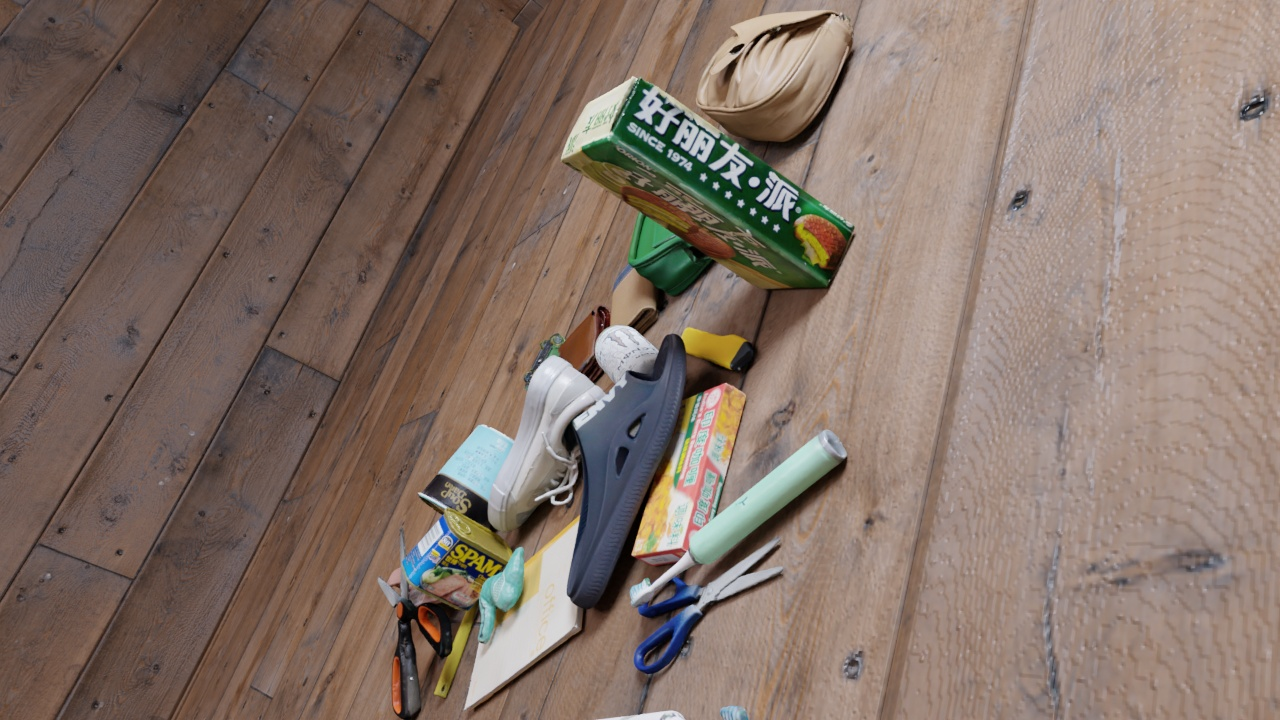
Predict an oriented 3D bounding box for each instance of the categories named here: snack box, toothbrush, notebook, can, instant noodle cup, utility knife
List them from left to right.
[{"bbox_3d":[-0.209,0.231,1.052,0.083,0.102,0.057,-48,36,3],"label":"can"},{"bbox_3d":[-0.203,0.301,1.084,0.017,0.015,0.189,-32,35,56],"label":"toothbrush"},{"bbox_3d":[-0.204,0.151,1.171,0.120,0.111,0.111,-57,21,-18],"label":"instant noodle cup"},{"bbox_3d":[-0.116,0.261,0.958,0.207,0.010,0.145,-44,26,34],"label":"notebook"},{"bbox_3d":[-0.006,0.006,0.978,0.058,0.058,0.146,-57,23,6],"label":"can"},{"bbox_3d":[0.007,0.271,0.669,0.222,0.026,0.026,-32,77,48],"label":"toothbrush"},{"bbox_3d":[0.043,0.100,0.802,0.077,0.027,0.155,-26,40,54],"label":"snack box"},{"bbox_3d":[0.058,-0.145,0.793,0.063,0.240,0.115,-64,24,-8],"label":"snack box"},{"bbox_3d":[0.073,-0.013,0.895,0.033,0.015,0.154,-55,21,-4],"label":"utility knife"},{"bbox_3d":[0.067,0.128,0.701,0.225,0.026,0.027,-44,37,25],"label":"toothbrush"}]

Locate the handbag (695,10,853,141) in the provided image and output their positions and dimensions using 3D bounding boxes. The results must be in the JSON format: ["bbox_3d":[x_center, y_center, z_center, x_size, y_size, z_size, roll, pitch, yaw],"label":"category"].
[{"bbox_3d":[0.140,-0.324,1.023,0.148,0.099,0.204,-55,26,2],"label":"handbag"}]

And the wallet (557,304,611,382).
[{"bbox_3d":[-0.076,-0.006,1.178,0.101,0.032,0.124,-49,24,30],"label":"wallet"}]

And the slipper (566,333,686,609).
[{"bbox_3d":[-0.031,0.093,0.848,0.111,0.083,0.268,-178,109,-82],"label":"slipper"}]

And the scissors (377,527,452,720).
[{"bbox_3d":[-0.275,0.318,1.102,0.235,0.021,0.221,1,86,55],"label":"scissors"}]

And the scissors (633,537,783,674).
[{"bbox_3d":[0.048,0.179,0.718,0.171,0.012,0.140,-54,23,7],"label":"scissors"}]

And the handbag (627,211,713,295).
[{"bbox_3d":[0.049,-0.148,1.054,0.120,0.068,0.131,-28,37,40],"label":"handbag"}]

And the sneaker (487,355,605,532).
[{"bbox_3d":[-0.100,0.112,1.039,0.089,0.091,0.243,-41,-22,-56],"label":"sneaker"}]

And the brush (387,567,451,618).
[{"bbox_3d":[-0.268,0.284,1.168,0.146,0.073,0.063,-29,37,48],"label":"brush"}]

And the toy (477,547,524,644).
[{"bbox_3d":[-0.153,0.256,0.993,0.092,0.030,0.096,-36,38,54],"label":"toy"}]

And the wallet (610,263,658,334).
[{"bbox_3d":[-0.006,-0.075,1.115,0.090,0.033,0.115,-45,27,37],"label":"wallet"}]

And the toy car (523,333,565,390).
[{"bbox_3d":[-0.129,0.005,1.263,0.043,0.036,0.091,-15,50,61],"label":"toy car"}]
